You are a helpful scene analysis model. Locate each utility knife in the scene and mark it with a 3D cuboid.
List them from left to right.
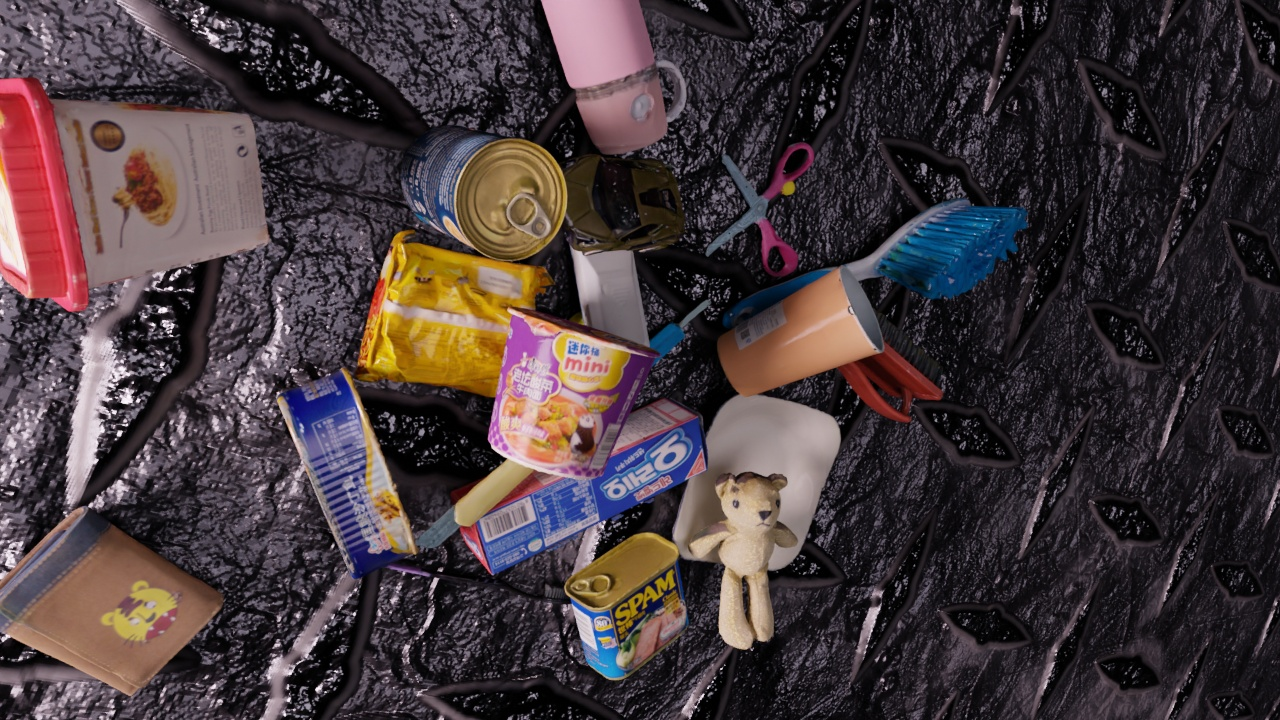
[{"bbox_3d":[-0.092,0.079,0.679,0.183,0.019,0.031,-45,131,-32],"label":"utility knife"},{"bbox_3d":[-0.005,0.004,0.759,0.182,0.018,0.034,-40,160,-17],"label":"utility knife"}]

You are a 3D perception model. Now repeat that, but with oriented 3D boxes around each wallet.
[{"bbox_3d":[-0.345,0.158,0.593,0.090,0.033,0.115,-47,127,-12],"label":"wallet"}]

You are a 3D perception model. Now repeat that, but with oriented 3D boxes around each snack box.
[{"bbox_3d":[-0.044,0.097,0.742,0.207,0.058,0.057,-23,115,-24],"label":"snack box"}]

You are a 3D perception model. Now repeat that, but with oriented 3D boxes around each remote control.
[{"bbox_3d":[-0.025,-0.063,0.707,0.049,0.024,0.125,-12,91,-30],"label":"remote control"}]

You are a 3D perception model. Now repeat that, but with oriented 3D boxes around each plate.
[{"bbox_3d":[0.103,0.111,0.852,0.164,0.034,0.163,16,96,-34],"label":"plate"}]

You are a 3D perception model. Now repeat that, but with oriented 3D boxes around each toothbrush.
[{"bbox_3d":[-0.129,0.177,0.742,0.189,0.014,0.016,21,86,-34],"label":"toothbrush"}]

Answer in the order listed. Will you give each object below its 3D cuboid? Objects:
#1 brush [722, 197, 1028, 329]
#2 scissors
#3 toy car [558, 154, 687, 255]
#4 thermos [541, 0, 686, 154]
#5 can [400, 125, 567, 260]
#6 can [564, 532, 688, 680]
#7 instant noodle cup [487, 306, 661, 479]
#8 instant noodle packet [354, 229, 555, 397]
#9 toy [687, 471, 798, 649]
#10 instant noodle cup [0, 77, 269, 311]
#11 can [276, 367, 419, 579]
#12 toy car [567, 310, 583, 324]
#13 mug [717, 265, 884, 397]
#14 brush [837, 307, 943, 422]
[{"bbox_3d":[0.222,-0.081,0.841,0.313,0.109,0.061,-31,134,-29],"label":"brush"},{"bbox_3d":[0.107,-0.130,0.792,0.133,0.017,0.134,-41,122,-9],"label":"scissors"},{"bbox_3d":[-0.012,-0.113,0.666,0.157,0.042,0.070,-20,98,-59],"label":"toy car"},{"bbox_3d":[-0.025,-0.250,0.641,0.087,0.067,0.199,-31,117,-21],"label":"thermos"},{"bbox_3d":[-0.107,-0.114,0.607,0.075,0.111,0.075,-12,113,-29],"label":"can"},{"bbox_3d":[-0.008,0.213,0.796,0.101,0.057,0.083,-28,120,-33],"label":"can"},{"bbox_3d":[-0.053,0.024,0.638,0.111,0.112,0.099,15,96,-34],"label":"instant noodle cup"},{"bbox_3d":[-0.131,-0.028,0.659,0.128,0.044,0.111,12,96,-36],"label":"instant noodle packet"},{"bbox_3d":[0.095,0.175,0.807,0.105,0.066,0.157,-2,99,-13],"label":"toy"},{"bbox_3d":[-0.285,-0.097,0.508,0.124,0.116,0.117,-17,114,-40],"label":"instant noodle cup"},{"bbox_3d":[-0.200,0.080,0.632,0.049,0.075,0.148,-23,118,-21],"label":"can"},{"bbox_3d":[-0.043,-0.009,0.726,0.105,0.032,0.048,-46,122,-14],"label":"toy car"},{"bbox_3d":[0.130,-0.019,0.766,0.123,0.078,0.078,-25,126,24],"label":"mug"},{"bbox_3d":[0.225,0.003,0.877,0.145,0.063,0.069,35,72,-33],"label":"brush"}]
